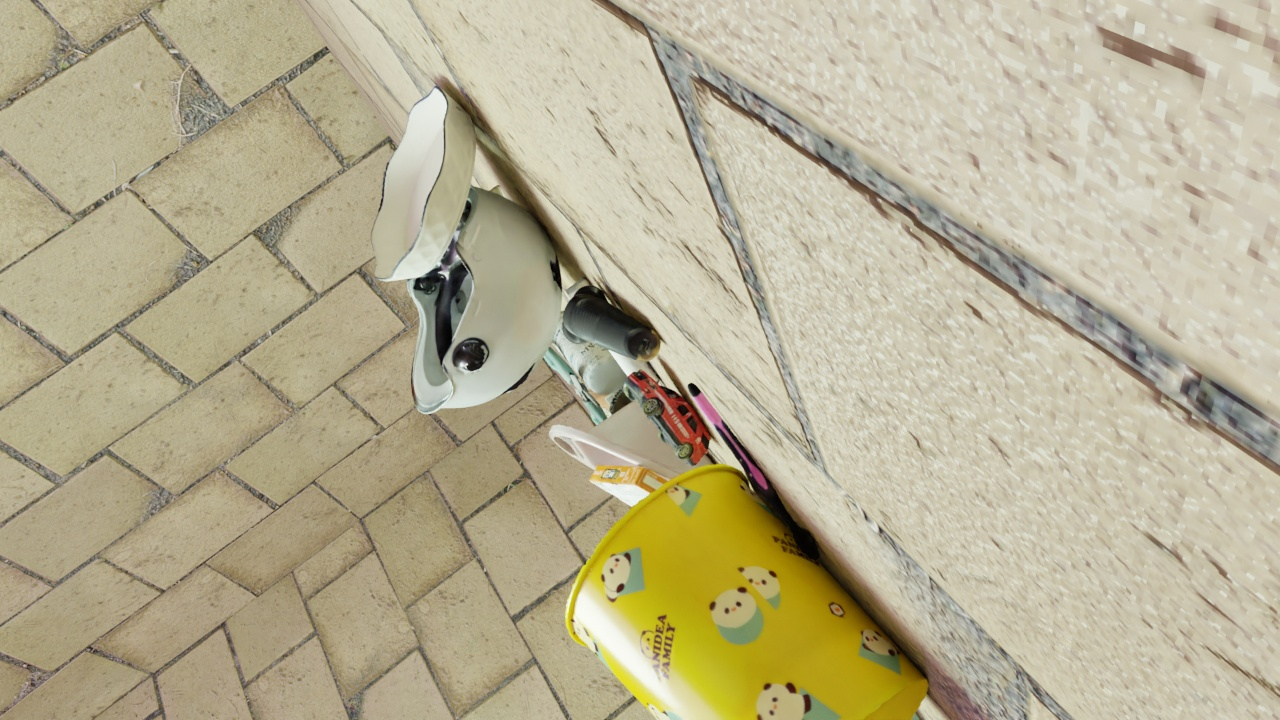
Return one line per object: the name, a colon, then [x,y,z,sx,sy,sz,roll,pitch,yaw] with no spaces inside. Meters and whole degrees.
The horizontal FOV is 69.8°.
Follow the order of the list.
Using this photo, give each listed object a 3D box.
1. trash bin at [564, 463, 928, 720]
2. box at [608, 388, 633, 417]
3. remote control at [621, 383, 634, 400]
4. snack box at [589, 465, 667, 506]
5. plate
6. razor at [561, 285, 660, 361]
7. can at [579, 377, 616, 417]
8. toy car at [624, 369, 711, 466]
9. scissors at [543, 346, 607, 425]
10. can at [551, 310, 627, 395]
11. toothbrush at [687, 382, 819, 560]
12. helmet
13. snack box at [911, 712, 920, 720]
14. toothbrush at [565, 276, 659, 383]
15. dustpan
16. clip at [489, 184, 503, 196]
trash bin: [0.097,0.261,0.825,0.255,0.229,0.230,42,169,35]
box: [0.000,0.096,1.328,0.163,0.076,0.087,58,-166,-51]
remote control: [-0.028,0.020,1.251,0.150,0.021,0.058,44,169,49]
snack box: [-0.001,0.155,1.106,0.075,0.026,0.154,33,163,-17]
plate: [-0.225,-0.178,0.952,0.045,0.205,0.205,15,-166,-29]
razor: [-0.026,-0.030,0.873,0.067,0.062,0.167,22,-177,-27]
can: [-0.041,0.063,1.403,0.116,0.058,0.058,56,173,-25]
toy car: [0.029,0.054,0.922,0.120,0.045,0.053,51,174,-34]
scissors: [-0.076,0.049,1.242,0.170,0.019,0.181,38,163,55]
can: [-0.071,-0.013,1.212,0.146,0.058,0.058,46,171,50]
toothbrush: [0.098,0.096,0.799,0.189,0.014,0.017,54,-174,-1]
helmet: [-0.170,-0.064,1.034,0.229,0.145,0.259,43,125,58]
snack box: [0.237,0.357,0.975,0.175,0.051,0.074,56,158,-18]
toothbrush: [-0.006,0.006,0.994,0.221,0.026,0.027,54,152,-8]
dustpan: [0.017,0.158,1.151,0.273,0.138,0.223,51,173,23]
clip: [-0.164,-0.174,1.147,0.066,0.034,0.099,54,165,4]
